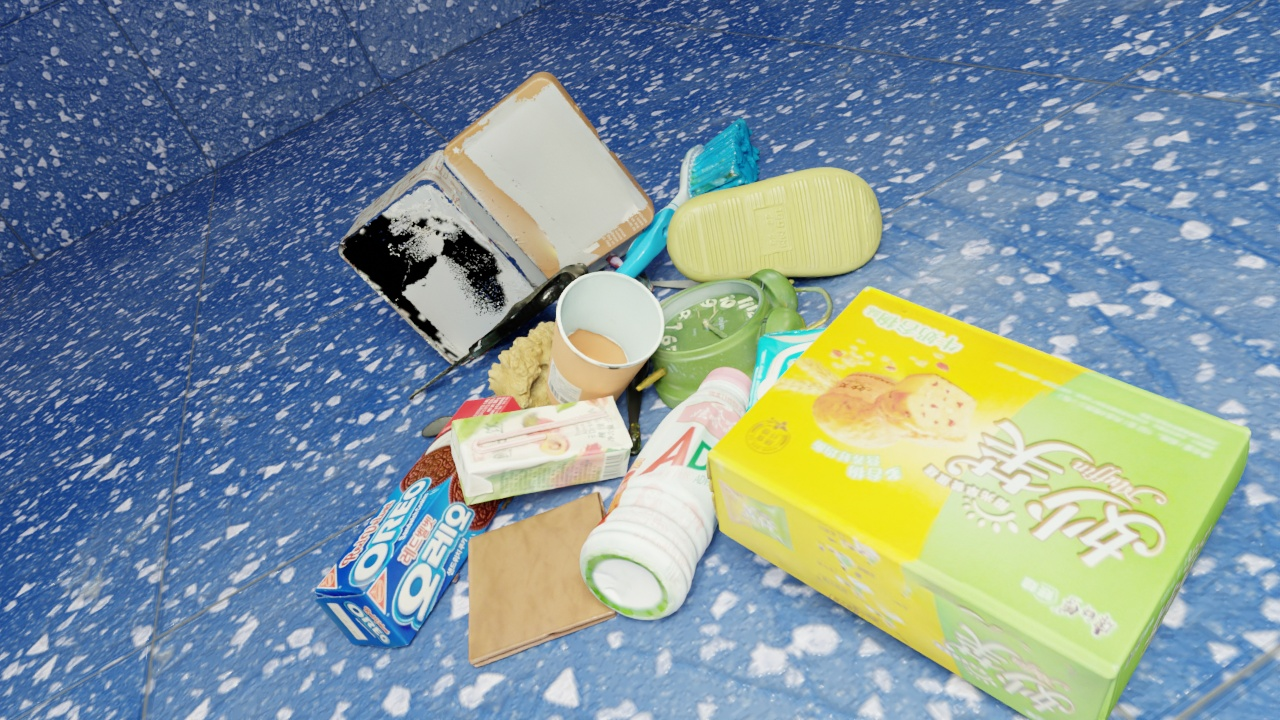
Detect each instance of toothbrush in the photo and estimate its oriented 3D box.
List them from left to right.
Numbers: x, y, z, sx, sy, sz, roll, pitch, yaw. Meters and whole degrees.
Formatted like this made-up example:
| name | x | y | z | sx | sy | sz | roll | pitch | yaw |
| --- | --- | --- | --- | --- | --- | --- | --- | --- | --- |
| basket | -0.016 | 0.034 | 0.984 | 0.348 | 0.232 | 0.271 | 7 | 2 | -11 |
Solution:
| name | x | y | z | sx | sy | sz | roll | pitch | yaw |
| --- | --- | --- | --- | --- | --- | --- | --- | --- | --- |
| toothbrush | -0.113 | 0.026 | 0.838 | 0.189 | 0.014 | 0.016 | -26 | 6 | -2 |
| toothbrush | -0.033 | -0.112 | 0.957 | 0.016 | 0.017 | 0.187 | -30 | 37 | -12 |
| toothbrush | -0.005 | 0.005 | 0.775 | 0.026 | 0.027 | 0.212 | 7 | 36 | -4 |

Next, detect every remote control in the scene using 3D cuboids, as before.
| name | x | y | z | sx | sy | sz | roll | pitch | yaw |
| --- | --- | --- | --- | --- | --- | --- | --- | --- | --- |
| remote control | -0.061 | -0.112 | 1.011 | 0.135 | 0.019 | 0.056 | -32 | 31 | -11 |

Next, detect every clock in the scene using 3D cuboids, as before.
| name | x | y | z | sx | sy | sz | roll | pitch | yaw |
| --- | --- | --- | --- | --- | --- | --- | --- | --- | --- |
| clock | 0.074 | -0.020 | 0.728 | 0.161 | 0.056 | 0.116 | -18 | 32 | 11 |

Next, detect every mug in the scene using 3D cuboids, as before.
| name | x | y | z | sx | sy | sz | roll | pitch | yaw |
| --- | --- | --- | --- | --- | --- | --- | --- | --- | --- |
| mug | -0.035 | -0.003 | 0.701 | 0.078 | 0.078 | 0.123 | -44 | -10 | -29 |

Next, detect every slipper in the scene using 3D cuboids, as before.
| name | x | y | z | sx | sy | sz | roll | pitch | yaw |
| --- | --- | --- | --- | --- | --- | --- | --- | --- | --- |
| slipper | 0.111 | -0.116 | 0.793 | 0.190 | 0.092 | 0.081 | -9 | 14 | -11 |

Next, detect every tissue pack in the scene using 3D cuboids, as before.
| name | x | y | z | sx | sy | sz | roll | pitch | yaw |
| --- | --- | --- | --- | --- | --- | --- | --- | --- | --- |
| tissue pack | 0.117 | 0.030 | 0.604 | 0.093 | 0.050 | 0.133 | -7 | 46 | 27 |

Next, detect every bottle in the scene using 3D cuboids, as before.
| name | x | y | z | sx | sy | sz | roll | pitch | yaw |
| --- | --- | --- | --- | --- | --- | --- | --- | --- | --- |
| bottle | 0.030 | 0.076 | 0.603 | 0.068 | 0.068 | 0.196 | -5 | 32 | 31 |

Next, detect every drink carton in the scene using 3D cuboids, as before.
| name | x | y | z | sx | sy | sz | roll | pitch | yaw |
| --- | --- | --- | --- | --- | --- | --- | --- | --- | --- |
| drink carton | -0.071 | 0.063 | 0.662 | 0.122 | 0.046 | 0.053 | -7 | 47 | -19 |

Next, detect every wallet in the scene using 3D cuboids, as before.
| name | x | y | z | sx | sy | sz | roll | pitch | yaw |
| --- | --- | --- | --- | --- | --- | --- | --- | --- | --- |
| wallet | -0.068 | 0.143 | 0.613 | 0.101 | 0.020 | 0.115 | -21 | 33 | 6 |

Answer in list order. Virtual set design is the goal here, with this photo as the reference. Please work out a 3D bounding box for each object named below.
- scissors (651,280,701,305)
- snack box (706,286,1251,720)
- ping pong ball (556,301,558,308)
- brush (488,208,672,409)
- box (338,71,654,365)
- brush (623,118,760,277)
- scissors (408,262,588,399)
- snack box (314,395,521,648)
| name | x | y | z | sx | sy | sz | roll | pitch | yaw |
| --- | --- | --- | --- | --- | --- | --- | --- | --- | --- |
| scissors | 0.074 | -0.075 | 0.860 | 0.162 | 0.012 | 0.174 | -37 | 31 | -16 |
| snack box | 0.162 | 0.062 | 0.466 | 0.210 | 0.070 | 0.157 | 27 | 56 | 34 |
| ping pong ball | -0.062 | -0.048 | 0.889 | 0.040 | 0.040 | 0.040 | -19 | 30 | 11 |
| brush | -0.043 | -0.043 | 0.804 | 0.046 | 0.083 | 0.254 | 20 | 60 | 38 |
| box | -0.136 | -0.133 | 0.889 | 0.260 | 0.177 | 0.082 | -32 | 27 | 19 |
| brush | 0.060 | -0.176 | 0.974 | 0.110 | 0.060 | 0.313 | -20 | 24 | 22 |
| scissors | -0.145 | -0.019 | 0.852 | 0.235 | 0.021 | 0.148 | -36 | 6 | 3 |
| snack box | -0.149 | 0.113 | 0.683 | 0.057 | 0.058 | 0.206 | -7 | 34 | 34 |
